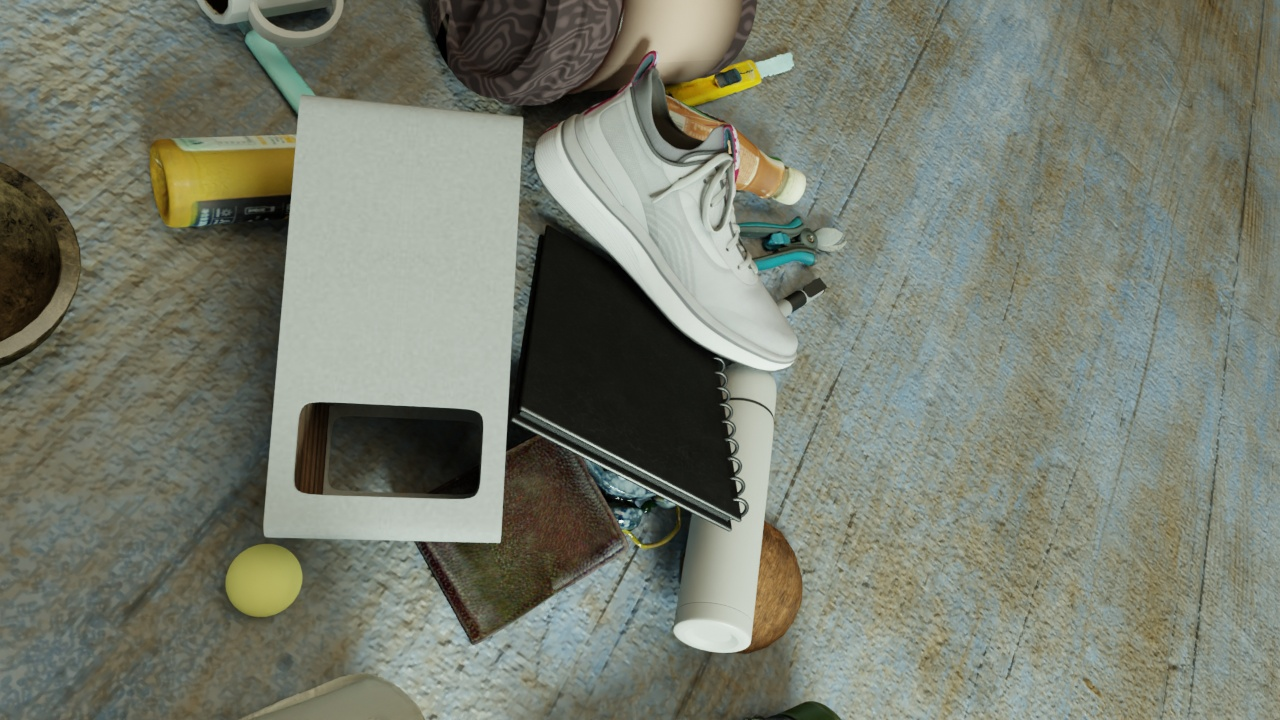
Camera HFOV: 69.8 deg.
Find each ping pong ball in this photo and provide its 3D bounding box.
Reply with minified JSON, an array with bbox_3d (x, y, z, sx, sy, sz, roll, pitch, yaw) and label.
[{"bbox_3d":[-0.211,0.123,0.514,0.040,0.040,0.040,12,65,-28],"label":"ping pong ball"}]

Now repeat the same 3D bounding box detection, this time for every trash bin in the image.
[{"bbox_3d":[-0.133,-0.016,0.523,0.114,0.114,0.228,3,83,-10],"label":"trash bin"}]

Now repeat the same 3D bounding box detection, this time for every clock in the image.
[{"bbox_3d":[-0.008,0.071,0.656,0.090,0.052,0.129,-21,82,-37],"label":"clock"}]

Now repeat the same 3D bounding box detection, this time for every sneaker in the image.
[{"bbox_3d":[0.047,-0.108,0.705,0.263,0.129,0.096,47,28,-6],"label":"sneaker"}]

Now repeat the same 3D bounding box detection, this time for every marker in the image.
[{"bbox_3d":[0.116,-0.040,0.802,0.140,0.016,0.016,-30,89,-37],"label":"marker"}]

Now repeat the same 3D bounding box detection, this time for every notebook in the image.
[{"bbox_3d":[-0.004,0.004,0.642,0.169,0.019,0.231,29,29,-20],"label":"notebook"}]

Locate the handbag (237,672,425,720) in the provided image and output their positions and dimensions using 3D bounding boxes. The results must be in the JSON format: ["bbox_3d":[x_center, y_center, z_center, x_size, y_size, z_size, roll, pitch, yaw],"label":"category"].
[{"bbox_3d":[-0.173,0.217,0.404,0.200,0.200,0.093,-17,84,-33],"label":"handbag"}]

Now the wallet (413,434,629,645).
[{"bbox_3d":[-0.080,0.110,0.594,0.119,0.031,0.099,-29,90,-17],"label":"wallet"}]

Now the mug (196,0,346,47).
[{"bbox_3d":[-0.248,-0.263,0.625,0.089,0.074,0.105,-29,88,-37],"label":"mug"}]

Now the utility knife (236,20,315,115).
[{"bbox_3d":[-0.243,-0.194,0.638,0.022,0.015,0.119,-38,92,-38],"label":"utility knife"}]

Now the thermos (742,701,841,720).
[{"bbox_3d":[0.040,0.286,0.588,0.230,0.083,0.082,-10,77,-35],"label":"thermos"}]

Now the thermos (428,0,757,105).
[{"bbox_3d":[-0.028,-0.291,0.726,0.225,0.173,0.172,-16,80,-43],"label":"thermos"}]

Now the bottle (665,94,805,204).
[{"bbox_3d":[0.071,-0.177,0.802,0.167,0.059,0.059,16,63,-26],"label":"bottle"}]

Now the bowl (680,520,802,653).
[{"bbox_3d":[0.085,0.166,0.693,0.114,0.026,0.102,-13,79,-35],"label":"bowl"}]

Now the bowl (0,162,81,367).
[{"bbox_3d":[-0.361,-0.043,0.475,0.121,0.056,0.121,12,65,-28],"label":"bowl"}]

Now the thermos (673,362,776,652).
[{"bbox_3d":[0.067,0.098,0.677,0.052,0.052,0.223,29,50,-20],"label":"thermos"}]

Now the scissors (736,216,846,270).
[{"bbox_3d":[0.130,-0.111,0.839,0.148,0.019,0.131,36,57,-14],"label":"scissors"}]

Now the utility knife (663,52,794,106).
[{"bbox_3d":[0.084,-0.270,0.879,0.206,0.018,0.030,-29,97,-40],"label":"utility knife"}]

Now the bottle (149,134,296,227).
[{"bbox_3d":[-0.215,-0.122,0.603,0.185,0.053,0.053,-13,78,-36],"label":"bottle"}]
